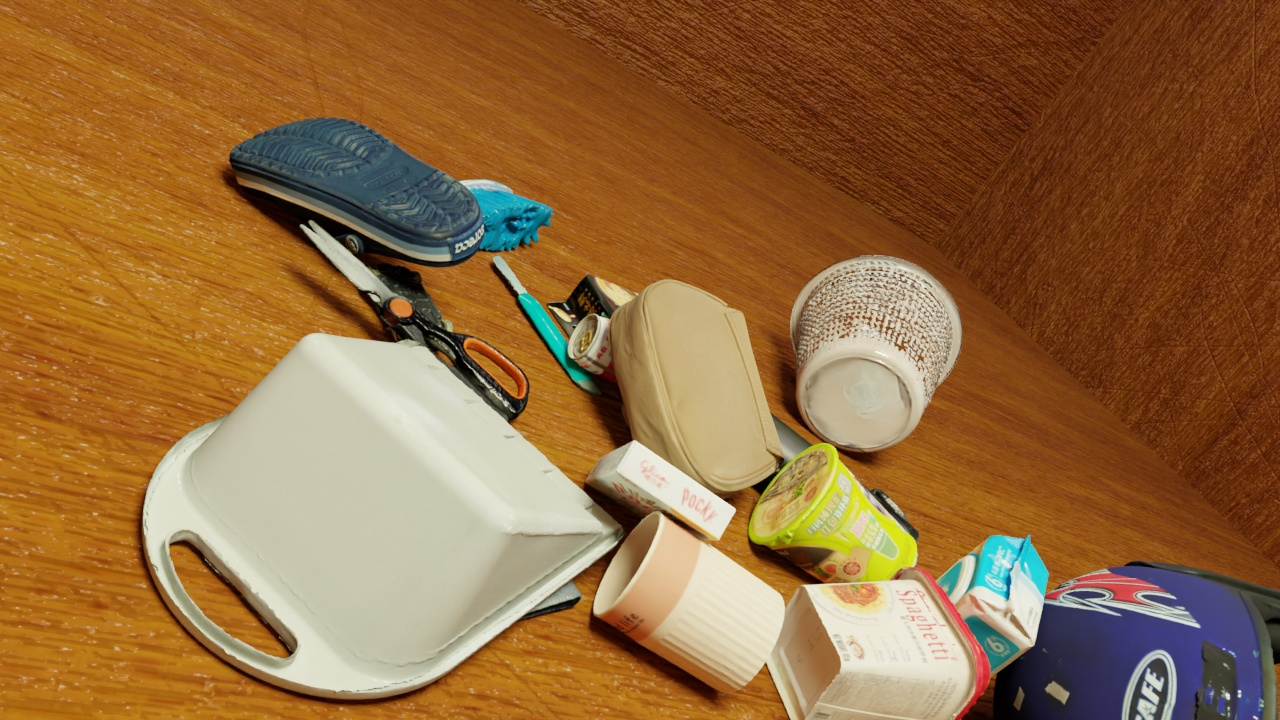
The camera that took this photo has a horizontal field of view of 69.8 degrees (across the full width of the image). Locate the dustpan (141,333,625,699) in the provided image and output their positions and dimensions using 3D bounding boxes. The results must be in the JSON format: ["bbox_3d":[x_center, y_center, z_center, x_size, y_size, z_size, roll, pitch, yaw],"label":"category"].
[{"bbox_3d":[-0.156,0.091,0.564,0.222,0.142,0.257,41,0,12],"label":"dustpan"}]

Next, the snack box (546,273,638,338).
[{"bbox_3d":[-0.021,-0.033,0.998,0.125,0.053,0.113,17,28,-48],"label":"snack box"}]

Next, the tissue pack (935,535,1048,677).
[{"bbox_3d":[0.264,0.206,0.738,0.063,0.140,0.089,37,40,8],"label":"tissue pack"}]

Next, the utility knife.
[{"bbox_3d":[-0.101,-0.040,0.938,0.029,0.013,0.219,6,38,-47],"label":"utility knife"}]

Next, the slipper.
[{"bbox_3d":[-0.242,-0.138,0.808,0.253,0.095,0.104,23,43,20],"label":"slipper"}]

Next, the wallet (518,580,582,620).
[{"bbox_3d":[-0.105,0.129,0.591,0.120,0.019,0.097,0,41,-51],"label":"wallet"}]

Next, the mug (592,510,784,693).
[{"bbox_3d":[0.031,0.166,0.641,0.106,0.081,0.114,34,-7,-7],"label":"mug"}]

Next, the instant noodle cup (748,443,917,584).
[{"bbox_3d":[0.181,0.156,0.831,0.123,0.112,0.111,40,22,-9],"label":"instant noodle cup"}]

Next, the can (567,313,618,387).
[{"bbox_3d":[-0.005,0.005,0.910,0.132,0.053,0.053,30,22,-29],"label":"can"}]

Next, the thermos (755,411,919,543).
[{"bbox_3d":[0.167,0.115,0.930,0.242,0.069,0.089,38,35,3],"label":"thermos"}]

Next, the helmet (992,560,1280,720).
[{"bbox_3d":[0.404,0.270,0.668,0.240,0.247,0.316,21,-14,-7],"label":"helmet"}]

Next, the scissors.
[{"bbox_3d":[-0.178,-0.034,0.742,0.138,0.022,0.235,-18,71,-48],"label":"scissors"}]

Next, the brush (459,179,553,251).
[{"bbox_3d":[-0.219,-0.164,0.977,0.109,0.061,0.313,36,24,17],"label":"brush"}]

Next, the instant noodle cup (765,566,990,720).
[{"bbox_3d":[0.168,0.221,0.679,0.124,0.117,0.116,10,31,-24],"label":"instant noodle cup"}]

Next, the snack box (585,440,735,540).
[{"bbox_3d":[0.009,0.099,0.684,0.084,0.026,0.157,34,-14,-4],"label":"snack box"}]

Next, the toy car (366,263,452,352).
[{"bbox_3d":[-0.199,-0.043,0.779,0.048,0.031,0.105,-3,46,-46],"label":"toy car"}]

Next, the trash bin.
[{"bbox_3d":[0.288,0.006,1.165,0.227,0.228,0.191,35,35,-1],"label":"trash bin"}]

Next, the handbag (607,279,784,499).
[{"bbox_3d":[0.047,0.032,0.840,0.147,0.100,0.204,3,66,-39],"label":"handbag"}]
